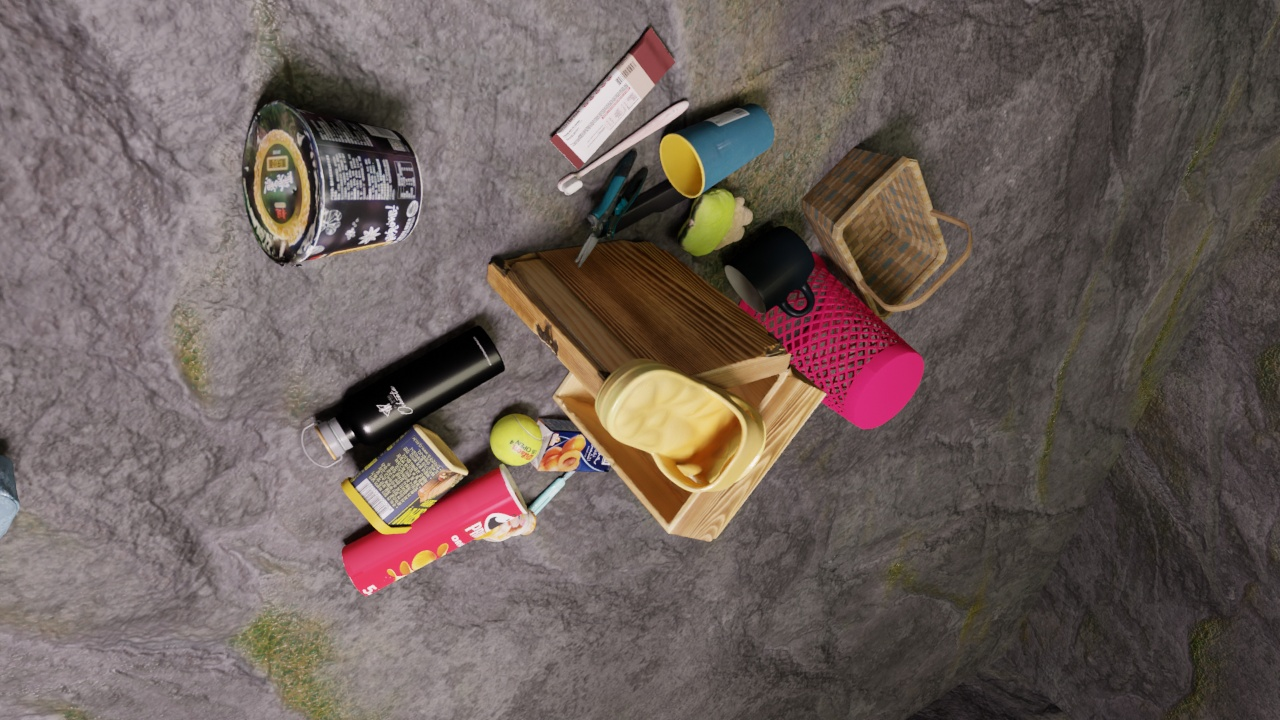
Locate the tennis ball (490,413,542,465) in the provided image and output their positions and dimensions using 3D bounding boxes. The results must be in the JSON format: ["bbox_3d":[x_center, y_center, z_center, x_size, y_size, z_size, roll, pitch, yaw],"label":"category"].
[{"bbox_3d":[-0.157,0.100,1.159,0.065,0.065,0.065,-23,136,-25],"label":"tennis ball"}]

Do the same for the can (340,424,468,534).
[{"bbox_3d":[-0.266,0.136,1.054,0.104,0.075,0.135,-42,174,-8],"label":"can"}]

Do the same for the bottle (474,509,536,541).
[{"bbox_3d":[-0.189,0.211,1.229,0.108,0.063,0.063,19,109,-48],"label":"bottle"}]

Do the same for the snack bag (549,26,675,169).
[{"bbox_3d":[-0.029,-0.278,0.982,0.158,0.013,0.057,-48,138,3],"label":"snack bag"}]

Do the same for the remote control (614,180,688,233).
[{"bbox_3d":[0.014,-0.187,1.096,0.136,0.015,0.032,-31,139,-16],"label":"remote control"}]

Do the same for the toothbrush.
[{"bbox_3d":[-0.016,-0.239,1.025,0.181,0.018,0.016,-37,140,-11],"label":"toothbrush"}]

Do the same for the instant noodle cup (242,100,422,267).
[{"bbox_3d":[-0.264,-0.152,0.804,0.112,0.137,0.137,-10,130,-46],"label":"instant noodle cup"}]

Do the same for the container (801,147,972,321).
[{"bbox_3d":[0.352,-0.160,1.276,0.157,0.186,0.250,-45,141,0],"label":"container"}]

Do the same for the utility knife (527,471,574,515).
[{"bbox_3d":[-0.121,0.178,1.302,0.179,0.016,0.022,-46,140,-4],"label":"utility knife"}]

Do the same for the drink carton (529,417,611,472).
[{"bbox_3d":[-0.088,0.116,1.246,0.129,0.040,0.064,8,112,-43],"label":"drink carton"}]

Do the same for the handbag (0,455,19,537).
[{"bbox_3d":[-0.618,0.166,0.779,0.192,0.118,0.121,-48,141,12],"label":"handbag"}]

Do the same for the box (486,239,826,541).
[{"bbox_3d":[0.002,-0.007,1.041,0.315,0.279,0.282,26,104,-47],"label":"box"}]

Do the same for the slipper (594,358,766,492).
[{"bbox_3d":[0.060,0.074,0.885,0.099,0.078,0.263,-53,139,6],"label":"slipper"}]

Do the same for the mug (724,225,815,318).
[{"bbox_3d":[0.187,-0.110,1.235,0.094,0.121,0.085,-39,179,-7],"label":"mug"}]

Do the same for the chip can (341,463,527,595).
[{"bbox_3d":[-0.254,0.210,1.138,0.220,0.069,0.069,-27,139,-4],"label":"chip can"}]

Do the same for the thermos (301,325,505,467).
[{"bbox_3d":[-0.265,0.043,1.019,0.231,0.061,0.061,-31,139,-16],"label":"thermos"}]

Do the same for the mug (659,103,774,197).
[{"bbox_3d":[0.093,-0.250,1.069,0.121,0.078,0.078,-32,139,-23],"label":"mug"}]

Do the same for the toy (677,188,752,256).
[{"bbox_3d":[0.097,-0.173,1.158,0.115,0.046,0.092,-5,128,-46],"label":"toy"}]

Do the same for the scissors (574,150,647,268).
[{"bbox_3d":[-0.030,-0.169,1.042,0.140,0.019,0.128,-24,124,-44],"label":"scissors"}]

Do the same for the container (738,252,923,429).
[{"bbox_3d":[0.272,-0.020,1.297,0.182,0.226,0.183,-23,136,-25],"label":"container"}]
